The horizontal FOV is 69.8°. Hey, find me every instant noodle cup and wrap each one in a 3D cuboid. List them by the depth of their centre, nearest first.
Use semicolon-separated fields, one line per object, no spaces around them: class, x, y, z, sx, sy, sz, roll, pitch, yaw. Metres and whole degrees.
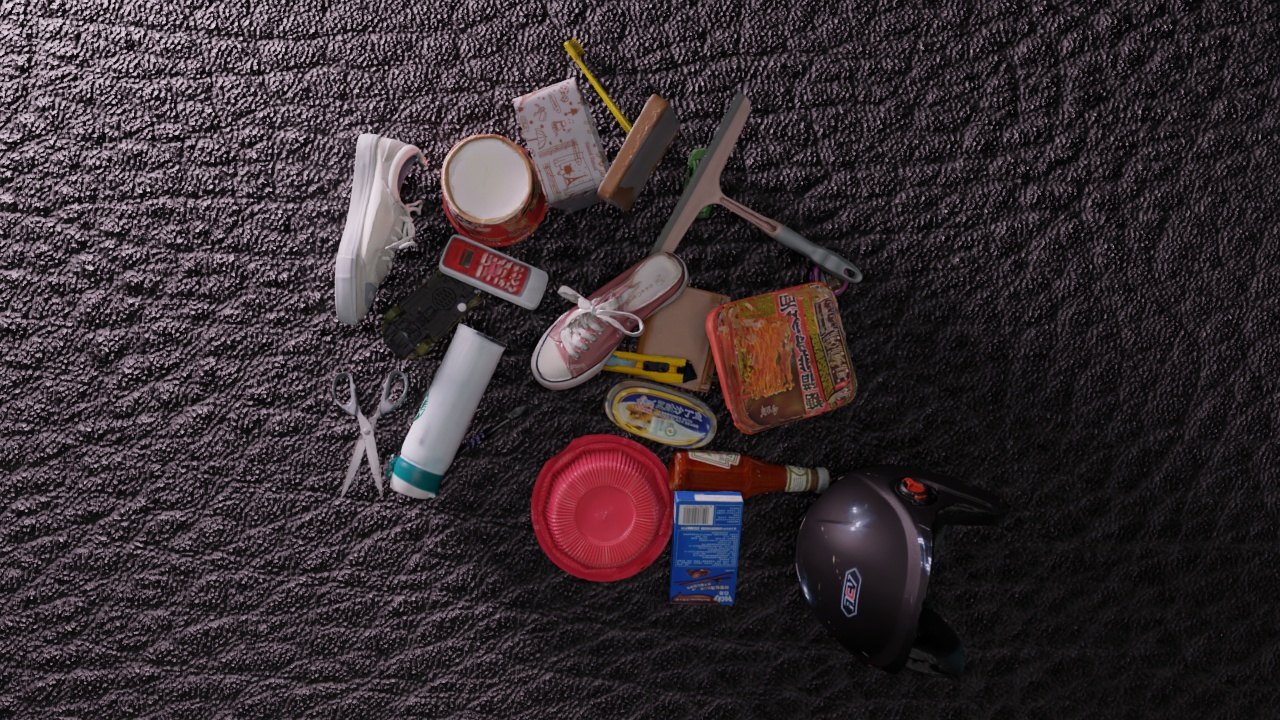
instant noodle cup;-0.186;-0.214;1.138;0.138;0.108;0.138;0;91;-3
instant noodle cup;0.169;-0.003;1.158;0.188;0.079;0.164;-14;91;-23
instant noodle cup;-0.047;0.192;1.172;0.194;0.066;0.194;0;90;-2

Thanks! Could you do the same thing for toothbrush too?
toothbrush;-0.221;0.110;1.187;0.189;0.017;0.014;-34;86;0
toothbrush;-0.037;-0.337;1.190;0.016;0.016;0.190;-36;92;-9

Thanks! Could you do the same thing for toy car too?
toy car;-0.259;-0.067;1.168;0.158;0.042;0.070;-43;91;-12
toy car;0.079;-0.231;1.188;0.043;0.036;0.091;10;86;-2

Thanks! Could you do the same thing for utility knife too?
utility knife;-0.007;0.007;1.173;0.165;0.015;0.033;7;87;17

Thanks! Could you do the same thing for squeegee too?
squeegee;0.169;-0.165;1.160;0.249;0.040;0.248;30;102;2

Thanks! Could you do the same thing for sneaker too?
sneaker;-0.048;-0.054;1.136;0.241;0.087;0.118;-37;74;11
sneaker;-0.321;-0.160;1.148;0.090;0.089;0.242;9;84;-7

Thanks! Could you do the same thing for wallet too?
wallet;0.059;-0.030;1.188;0.119;0.035;0.130;14;91;-2

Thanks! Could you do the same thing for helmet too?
helmet;0.296;0.242;1.092;0.230;0.274;0.233;15;103;24

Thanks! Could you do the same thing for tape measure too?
tape measure;0.245;-0.107;1.194;0.057;0.039;0.058;-24;92;-2

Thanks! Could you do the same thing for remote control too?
remote control;-0.186;-0.112;1.167;0.136;0.020;0.055;23;65;-10

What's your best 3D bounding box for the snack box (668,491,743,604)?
snack box;0.082;0.240;1.171;0.084;0.026;0.157;1;113;-3

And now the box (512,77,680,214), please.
box;-0.033;-0.259;1.098;0.181;0.182;0.153;-21;94;5

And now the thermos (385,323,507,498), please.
thermos;-0.247;0.066;1.156;0.073;0.073;0.224;25;88;-3

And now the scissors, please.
scissors;-0.343;0.082;1.151;0.159;0.014;0.175;38;69;15

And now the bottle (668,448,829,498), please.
bottle;0.141;0.149;1.184;0.206;0.060;0.060;4;90;-8

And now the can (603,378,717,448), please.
can;0.025;0.069;1.181;0.148;0.049;0.074;18;89;-3
